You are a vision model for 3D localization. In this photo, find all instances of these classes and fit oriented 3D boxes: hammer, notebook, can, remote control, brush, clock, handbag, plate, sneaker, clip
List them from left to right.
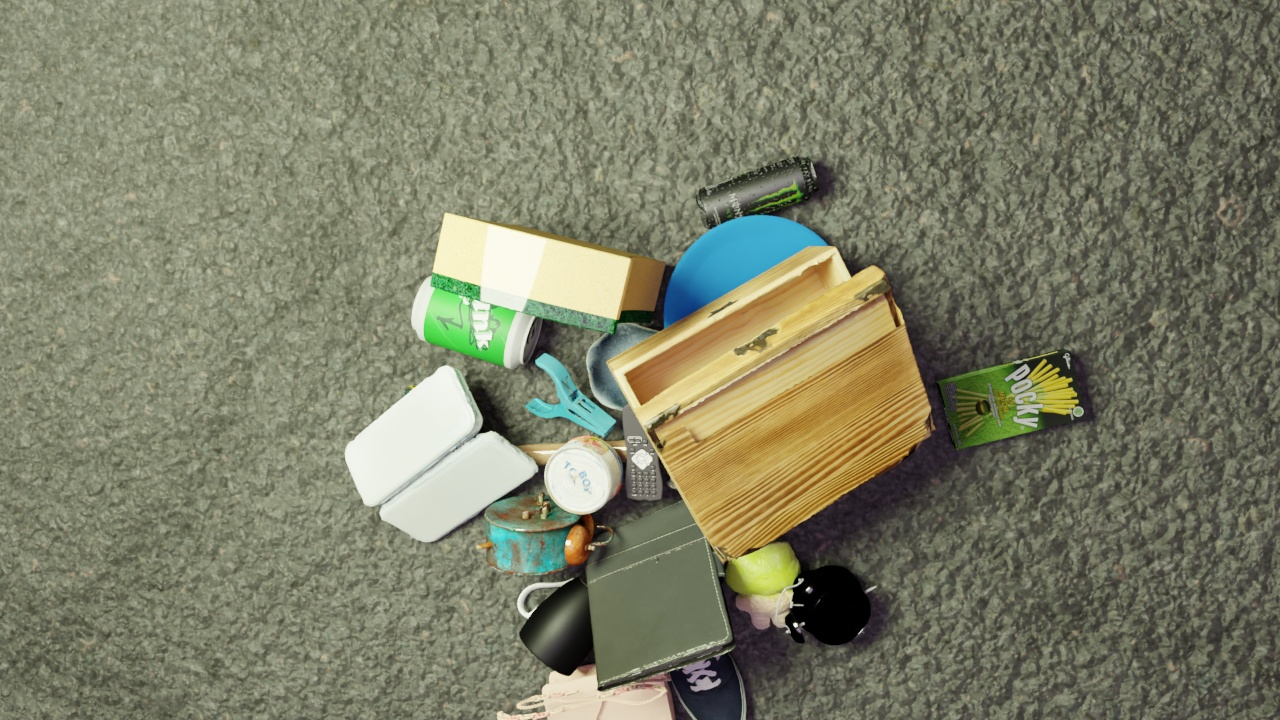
[{"bbox_3d":[-0.195,-0.048,1.099,0.140,0.087,0.088,18,98,5],"label":"can"},{"bbox_3d":[-0.111,0.203,1.104,0.157,0.121,0.073,1,101,0],"label":"clock"},{"bbox_3d":[-0.090,-0.095,0.999,0.195,0.250,0.075,15,98,9],"label":"brush"},{"bbox_3d":[-0.099,0.051,1.109,0.119,0.033,0.121,-25,103,41],"label":"clip"},{"bbox_3d":[-0.067,0.135,1.083,0.086,0.043,0.086,4,102,18],"label":"can"},{"bbox_3d":[-0.066,0.113,1.127,0.329,0.052,0.098,-4,96,11],"label":"hammer"},{"bbox_3d":[-0.052,0.440,1.087,0.199,0.187,0.116,-11,89,4],"label":"handbag"},{"bbox_3d":[0.002,0.106,1.079,0.046,0.009,0.124,0,103,13],"label":"remote control"},{"bbox_3d":[0.017,0.265,1.064,0.169,0.208,0.029,-22,132,9],"label":"notebook"},{"bbox_3d":[0.066,0.363,1.119,0.084,0.079,0.235,-20,94,8],"label":"sneaker"},{"bbox_3d":[0.133,-0.193,1.060,0.138,0.054,0.054,-18,94,9],"label":"can"},{"bbox_3d":[0.136,-0.056,1.075,0.224,0.024,0.224,-1,100,-8],"label":"plate"},{"bbox_3d":[0.217,0.293,1.090,0.120,0.042,0.091,7,104,-17],"label":"clock"}]

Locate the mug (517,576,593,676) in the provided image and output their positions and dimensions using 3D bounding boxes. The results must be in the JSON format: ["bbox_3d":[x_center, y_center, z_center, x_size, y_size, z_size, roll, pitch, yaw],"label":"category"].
[{"bbox_3d":[-0.098,0.314,1.141,0.119,0.085,0.100,36,86,32],"label":"mug"}]

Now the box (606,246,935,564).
[{"bbox_3d":[0.150,0.058,0.972,0.279,0.220,0.258,-30,102,-4],"label":"box"}]

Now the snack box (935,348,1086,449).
[{"bbox_3d":[0.429,0.045,1.065,0.148,0.025,0.080,-15,94,8],"label":"snack box"}]

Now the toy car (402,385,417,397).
[{"bbox_3d":[-0.251,0.064,1.148,0.107,0.030,0.049,16,97,8],"label":"toy car"}]

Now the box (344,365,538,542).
[{"bbox_3d":[-0.252,0.125,1.117,0.211,0.084,0.186,-33,95,22],"label":"box"}]

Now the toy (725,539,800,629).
[{"bbox_3d":[0.151,0.273,1.116,0.092,0.046,0.115,-10,103,6],"label":"toy"}]

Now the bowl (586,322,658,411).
[{"bbox_3d":[-0.007,0.006,1.099,0.110,0.055,0.110,1,98,8],"label":"bowl"}]
